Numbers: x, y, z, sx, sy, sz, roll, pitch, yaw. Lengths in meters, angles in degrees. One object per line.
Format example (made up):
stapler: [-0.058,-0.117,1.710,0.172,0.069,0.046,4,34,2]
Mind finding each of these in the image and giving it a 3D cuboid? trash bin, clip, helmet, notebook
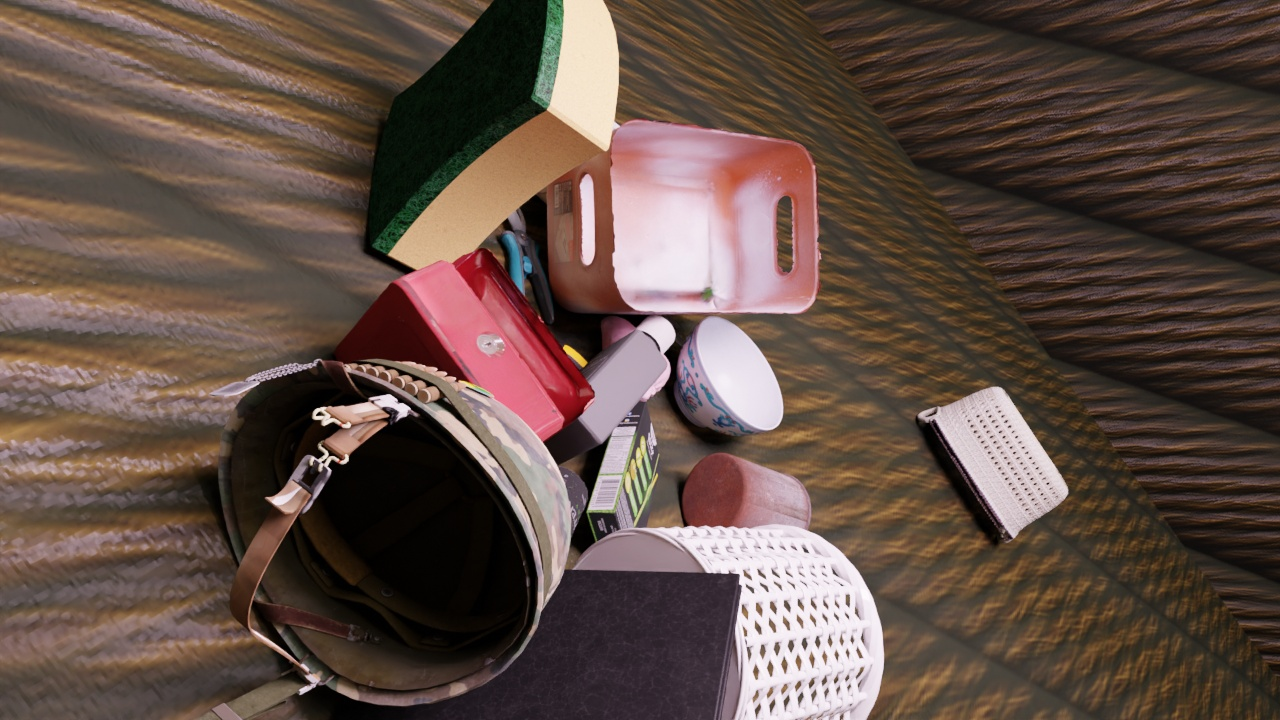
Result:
trash bin: [0.042,-0.136,0.961,0.259,0.158,0.181,-2,91,-33]
clip: [0.030,-0.045,1.075,0.101,0.040,0.054,45,20,-15]
helmet: [-0.156,0.096,0.532,0.224,0.193,0.235,23,17,3]
notebook: [-0.064,0.193,0.556,0.168,0.232,0.019,-69,152,-54]

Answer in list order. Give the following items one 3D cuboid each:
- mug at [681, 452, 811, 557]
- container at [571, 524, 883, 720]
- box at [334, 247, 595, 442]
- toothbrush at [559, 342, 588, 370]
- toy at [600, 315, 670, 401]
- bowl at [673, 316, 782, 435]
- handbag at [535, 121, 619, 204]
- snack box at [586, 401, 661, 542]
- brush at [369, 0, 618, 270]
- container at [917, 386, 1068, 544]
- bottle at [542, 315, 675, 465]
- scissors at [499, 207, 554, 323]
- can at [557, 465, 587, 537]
mug: [0.099,0.142,0.950,0.110,0.096,0.123,30,3,-40]
container: [0.059,0.222,0.706,0.186,0.190,0.189,12,52,-47]
box: [-0.140,0.017,0.693,0.157,0.136,0.117,52,27,-3]
toothbrush: [-0.099,-0.023,0.883,0.196,0.031,0.030,43,38,-10]
toy: [-0.006,0.006,0.953,0.099,0.053,0.095,43,26,-23]
bowl: [0.086,0.030,1.035,0.144,0.074,0.143,34,37,-31]
handbag: [-0.040,-0.201,1.064,0.198,0.096,0.141,38,36,-29]
snack box: [-0.012,0.114,0.832,0.147,0.025,0.080,-73,155,-53]
brush: [-0.132,-0.207,0.794,0.075,0.251,0.194,28,44,-37]
container: [0.593,0.163,1.531,0.251,0.143,0.184,58,17,4]
bottle: [-0.025,0.018,0.842,0.046,0.084,0.173,50,49,-9]
scissors: [-0.120,-0.100,0.934,0.130,0.019,0.150,50,32,-10]
can: [-0.084,0.139,0.721,0.054,0.054,0.137,47,32,-14]
